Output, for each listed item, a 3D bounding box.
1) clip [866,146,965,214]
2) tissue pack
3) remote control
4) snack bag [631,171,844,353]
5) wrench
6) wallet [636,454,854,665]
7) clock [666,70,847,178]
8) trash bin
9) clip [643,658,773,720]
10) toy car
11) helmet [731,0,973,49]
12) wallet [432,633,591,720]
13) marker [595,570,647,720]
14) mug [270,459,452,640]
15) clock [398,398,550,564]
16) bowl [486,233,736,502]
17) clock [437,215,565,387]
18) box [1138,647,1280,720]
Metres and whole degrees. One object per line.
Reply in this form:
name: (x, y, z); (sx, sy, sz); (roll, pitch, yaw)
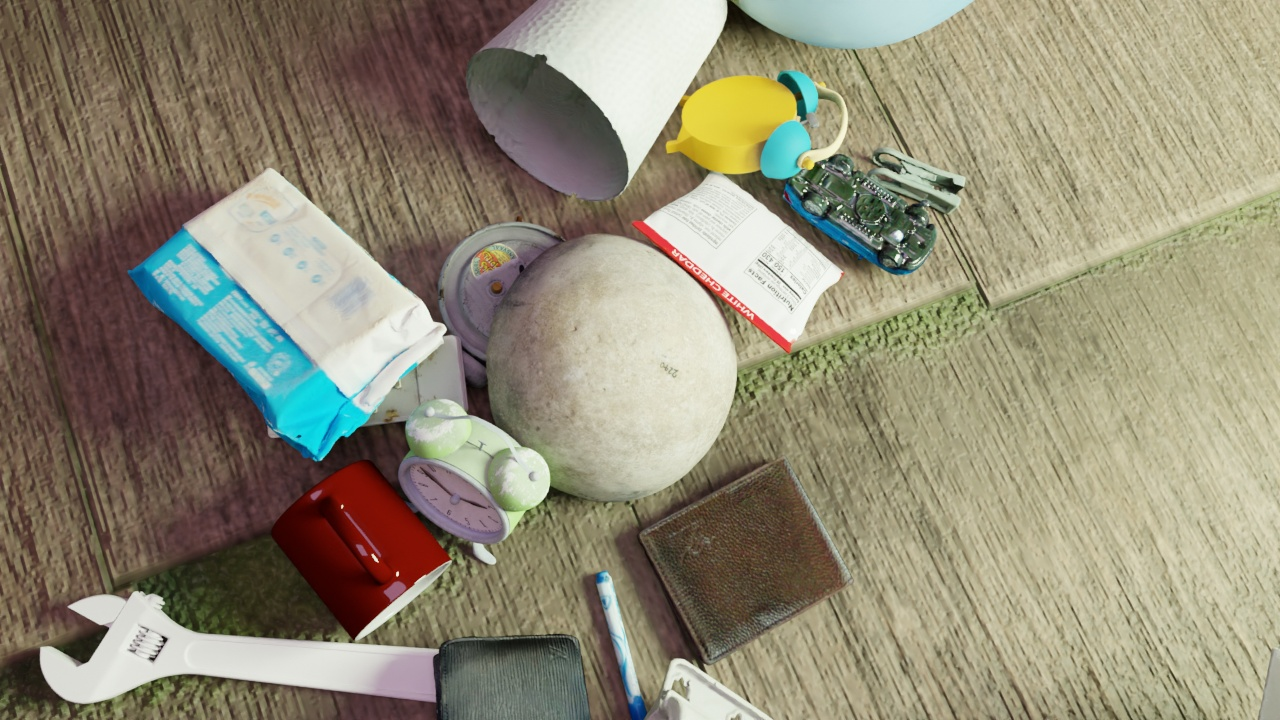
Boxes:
clip: (0.214, -0.142, 0.717); (0.076, 0.023, 0.045); (20, 71, -4)
tissue pack: (-0.219, -0.032, 0.575); (0.209, 0.066, 0.116); (37, 71, 27)
remote control: (-0.180, 0.018, 0.596); (0.136, 0.011, 0.050); (-8, 86, 9)
snack bag: (0.077, -0.079, 0.643); (0.131, 0.039, 0.143); (40, 37, 4)
wrench: (-0.222, 0.186, 0.566); (0.273, 0.018, 0.066); (8, 74, -7)
wallet: (0.071, 0.132, 0.617); (0.119, 0.031, 0.099); (-25, 76, -13)
clock: (0.087, -0.176, 0.682); (0.130, 0.044, 0.098); (4, 53, 14)
trash bin: (-0.022, -0.217, 0.654); (0.133, 0.133, 0.161); (34, 67, 2)
clip: (0.049, 0.263, 0.533); (0.124, 0.075, 0.143); (37, 42, -14)
toy car: (0.164, -0.110, 0.689); (0.120, 0.044, 0.056); (35, 73, 6)
helmet: (0.128, -0.327, 0.670); (0.265, 0.225, 0.167); (44, 110, 7)
wallet: (-0.073, 0.210, 0.536); (0.089, 0.026, 0.114); (0, 40, -16)
marker: (-0.007, 0.206, 0.593); (0.013, 0.013, 0.141); (-13, 77, -12)
mug: (-0.168, 0.110, 0.548); (0.073, 0.106, 0.082); (-39, 83, -19)
clock: (-0.106, 0.071, 0.570); (0.094, 0.120, 0.042); (31, 52, 0)
bowl: (-0.003, 0.003, 0.584); (0.178, 0.081, 0.178); (2, 86, -26)
clock: (-0.093, -0.030, 0.624); (0.104, 0.056, 0.147); (35, 71, 1)
box: (0.406, 0.298, 0.561); (0.172, 0.380, 0.167); (21, 72, 15)
